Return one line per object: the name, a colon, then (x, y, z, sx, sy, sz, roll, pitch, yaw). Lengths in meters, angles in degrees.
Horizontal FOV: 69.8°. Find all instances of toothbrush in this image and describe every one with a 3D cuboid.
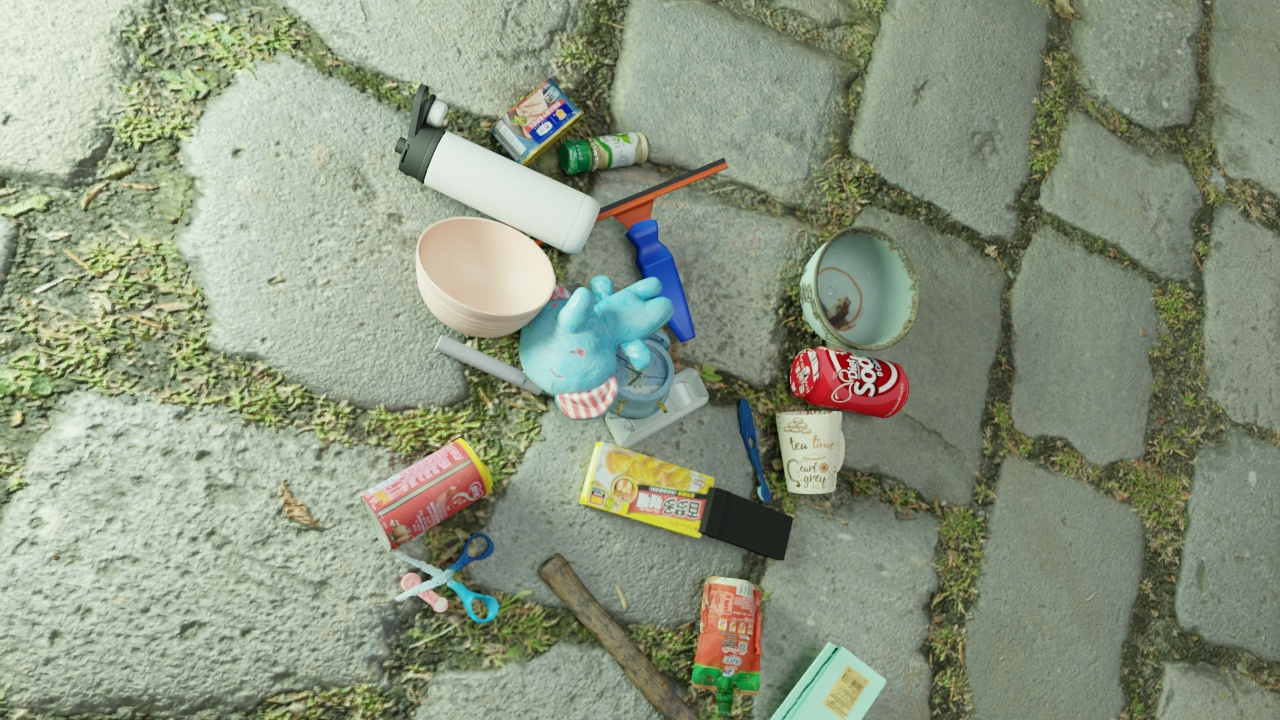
toothbrush: (-0.141, 0.018, 1.035, 0.188, 0.019, 0.018, 25, 66, -18)
toothbrush: (0.141, 0.112, 1.145, 0.021, 0.016, 0.132, -10, 84, -24)

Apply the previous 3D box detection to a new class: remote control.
remote control: (0.129, 0.199, 1.111, 0.133, 0.013, 0.058, 26, 73, -31)
remote control: (0.022, 0.055, 1.097, 0.133, 0.022, 0.050, -28, 93, -24)

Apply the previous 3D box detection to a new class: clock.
clock: (-0.006, 0.006, 1.069, 0.088, 0.052, 0.124, -1, 66, -12)

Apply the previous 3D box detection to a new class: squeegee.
squeegee: (0.022, -0.109, 1.104, 0.249, 0.055, 0.185, -23, 92, -7)

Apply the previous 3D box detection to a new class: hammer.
hammer: (-0.007, 0.355, 1.038, 0.119, 0.033, 0.330, -42, 99, -21)

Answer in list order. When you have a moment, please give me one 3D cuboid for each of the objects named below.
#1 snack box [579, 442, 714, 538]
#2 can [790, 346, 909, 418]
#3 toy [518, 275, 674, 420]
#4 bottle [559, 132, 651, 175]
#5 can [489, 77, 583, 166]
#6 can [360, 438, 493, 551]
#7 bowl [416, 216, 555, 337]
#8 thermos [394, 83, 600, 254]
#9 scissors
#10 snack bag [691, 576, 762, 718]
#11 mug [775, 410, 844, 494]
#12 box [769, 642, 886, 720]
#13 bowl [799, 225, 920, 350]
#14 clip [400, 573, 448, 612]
snack box: (0.009, 0.153, 1.076, 0.152, 0.025, 0.075, 20, 75, -19)
can: (0.270, 0.028, 1.177, 0.142, 0.075, 0.074, 11, 78, -21)
toy: (-0.053, -0.034, 1.003, 0.181, 0.115, 0.183, -31, 57, 5)
bottle: (-0.042, -0.250, 1.106, 0.109, 0.043, 0.042, -14, 88, -25)
can: (-0.122, -0.277, 1.069, 0.059, 0.054, 0.099, 47, 68, -9)
can: (-0.223, 0.138, 0.958, 0.124, 0.067, 0.066, -30, 94, -24)
bowl: (-0.174, -0.078, 0.993, 0.153, 0.076, 0.152, 15, 43, -15)
thermos: (-0.154, -0.208, 1.018, 0.230, 0.068, 0.101, 24, 106, -10)
scissors: (-0.200, 0.220, 0.969, 0.130, 0.014, 0.116, 29, 52, -20)
snack bag: (0.104, 0.333, 1.066, 0.087, 0.044, 0.155, 13, 68, -18)
mug: (0.224, 0.113, 1.158, 0.121, 0.081, 0.097, -2, 90, -50)
box: (0.209, 0.432, 1.069, 0.188, 0.091, 0.077, -44, 133, -23)
bowl: (0.266, -0.083, 1.181, 0.159, 0.094, 0.159, 4, 81, -22)
clip: (-0.224, 0.245, 0.960, 0.060, 0.044, 0.023, 49, 63, -24)
